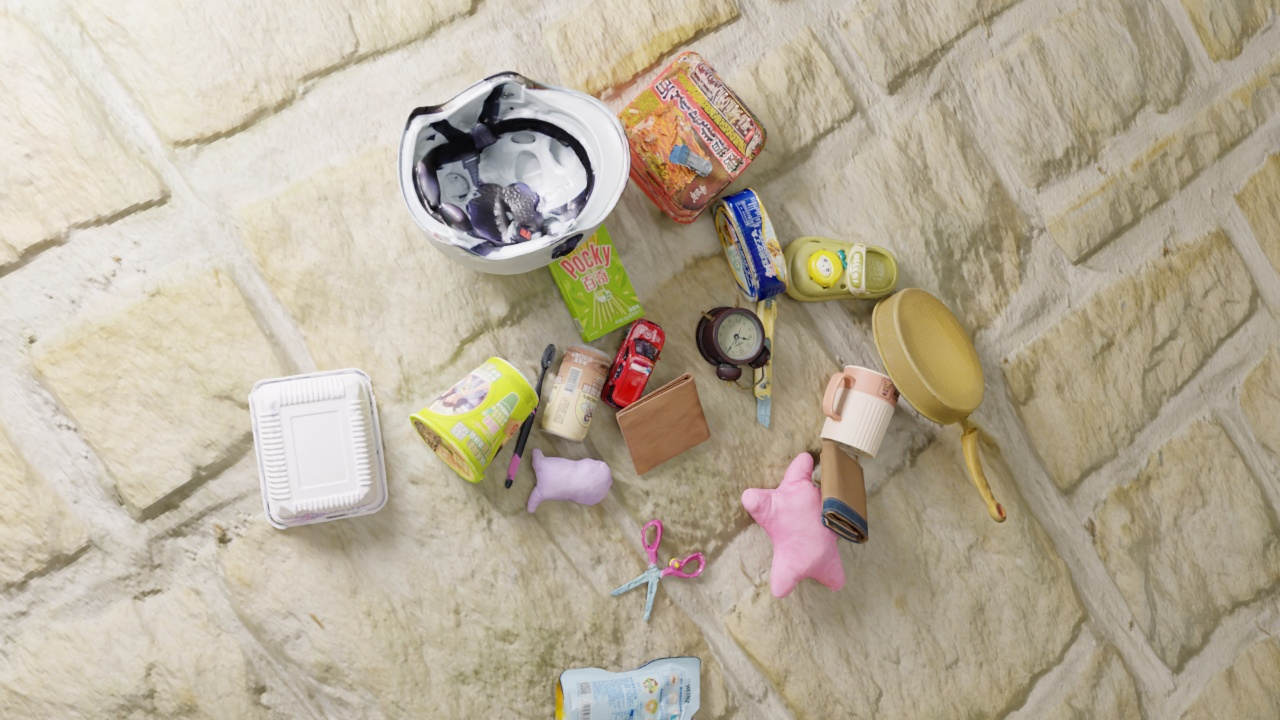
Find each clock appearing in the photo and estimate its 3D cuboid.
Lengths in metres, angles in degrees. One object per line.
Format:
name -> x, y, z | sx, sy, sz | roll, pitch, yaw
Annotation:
clock -> 0.125, -0.020, 1.213 | 0.082, 0.055, 0.122 | -26, 97, -18

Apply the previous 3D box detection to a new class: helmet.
helmet -> -0.146, -0.200, 1.074 | 0.258, 0.146, 0.229 | -22, 76, -15

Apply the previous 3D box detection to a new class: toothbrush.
toothbrush -> -0.137, 0.069, 1.142 | 0.014, 0.018, 0.189 | 19, 83, -19

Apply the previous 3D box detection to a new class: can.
can -> -0.080, 0.041, 1.139 | 0.058, 0.059, 0.116 | 21, 81, -17
can -> 0.146, -0.152, 1.216 | 0.049, 0.075, 0.148 | -22, 94, -15

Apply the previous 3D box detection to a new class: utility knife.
utility knife -> 0.170, -0.003, 1.252 | 0.031, 0.020, 0.188 | 3, 91, -13

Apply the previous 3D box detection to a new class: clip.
clip -> 0.065, -0.247, 1.142 | 0.058, 0.045, 0.027 | 25, 82, -28

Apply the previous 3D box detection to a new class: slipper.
slipper -> 0.285, -0.129, 1.259 | 0.190, 0.082, 0.091 | 0, 85, -21

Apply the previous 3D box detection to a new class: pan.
pan -> 0.431, 0.065, 1.272 | 0.197, 0.078, 0.357 | -33, 89, -48

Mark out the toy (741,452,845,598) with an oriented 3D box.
toy -> 0.226, 0.225, 1.229 | 0.178, 0.075, 0.194 | -25, 98, -30

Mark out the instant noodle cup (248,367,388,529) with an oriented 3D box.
instant noodle cup -> -0.364, 0.100, 1.042 | 0.138, 0.060, 0.173 | -8, 92, -19

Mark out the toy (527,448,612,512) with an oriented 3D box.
toy -> -0.086, 0.153, 1.144 | 0.108, 0.039, 0.084 | 5, 103, -22

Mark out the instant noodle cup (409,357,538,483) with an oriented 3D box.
instant noodle cup -> -0.188, 0.063, 1.082 | 0.111, 0.112, 0.123 | 48, 67, -11

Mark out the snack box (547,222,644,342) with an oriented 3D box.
snack box -> -0.065, -0.110, 1.168 | 0.085, 0.026, 0.156 | -26, 96, -19

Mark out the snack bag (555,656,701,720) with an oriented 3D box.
snack bag -> -0.012, 0.435, 1.157 | 0.190, 0.039, 0.110 | 0, 82, -20

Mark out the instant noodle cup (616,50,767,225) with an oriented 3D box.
instant noodle cup -> 0.052, -0.281, 1.187 | 0.164, 0.079, 0.188 | 47, 74, -11

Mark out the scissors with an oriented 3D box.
scissors -> 0.018, 0.267, 1.187 | 0.133, 0.017, 0.131 | -21, 97, -15

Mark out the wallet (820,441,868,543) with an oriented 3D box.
wallet -> 0.269, 0.175, 1.217 | 0.090, 0.033, 0.115 | 37, 43, -30

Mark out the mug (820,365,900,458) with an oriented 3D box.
mug -> 0.290, 0.065, 1.244 | 0.114, 0.082, 0.105 | 28, 80, -37

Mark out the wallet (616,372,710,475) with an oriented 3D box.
wallet -> 0.031, 0.083, 1.177 | 0.115, 0.020, 0.101 | -27, 122, -15

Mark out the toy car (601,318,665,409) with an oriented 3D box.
toy car -> -0.007, 0.007, 1.166 | 0.053, 0.045, 0.120 | 21, 91, -21
